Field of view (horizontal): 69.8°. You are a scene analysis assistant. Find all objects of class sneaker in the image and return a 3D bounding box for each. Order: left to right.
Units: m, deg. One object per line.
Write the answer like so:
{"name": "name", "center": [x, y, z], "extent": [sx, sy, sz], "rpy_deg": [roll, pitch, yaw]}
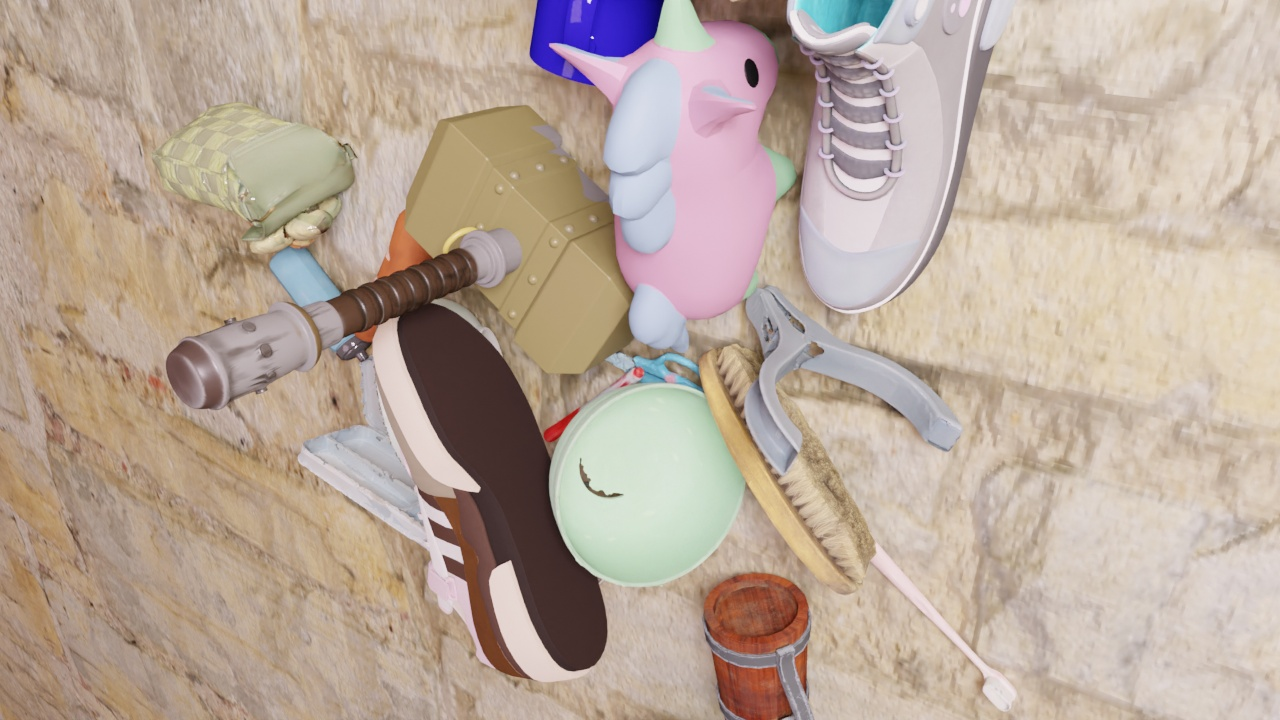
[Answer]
{"name": "sneaker", "center": [-0.133, 0.102, 0.676], "extent": [0.117, 0.111, 0.294], "rpy_deg": [-19, 102, 27]}
{"name": "sneaker", "center": [0.112, -0.126, 0.469], "extent": [0.093, 0.160, 0.257], "rpy_deg": [23, 122, 26]}

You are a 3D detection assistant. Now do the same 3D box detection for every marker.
{"name": "marker", "center": [-0.039, 0.037, 0.749], "extent": [0.013, 0.012, 0.143], "rpy_deg": [55, 136, 1]}

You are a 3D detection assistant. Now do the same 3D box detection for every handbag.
{"name": "handbag", "center": [-0.344, -0.159, 0.827], "extent": [0.186, 0.113, 0.117], "rpy_deg": [22, 137, 30]}

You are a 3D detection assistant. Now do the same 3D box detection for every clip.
{"name": "clip", "center": [0.137, 0.021, 0.577], "extent": [0.164, 0.168, 0.031], "rpy_deg": [17, 128, -11]}

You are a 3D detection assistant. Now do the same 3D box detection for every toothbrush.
{"name": "toothbrush", "center": [0.197, 0.172, 0.649], "extent": [0.181, 0.018, 0.016], "rpy_deg": [48, 129, 8]}

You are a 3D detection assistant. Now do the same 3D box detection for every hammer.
{"name": "hammer", "center": [-0.139, -0.047, 0.578], "extent": [0.190, 0.323, 0.101], "rpy_deg": [45, 129, 10]}

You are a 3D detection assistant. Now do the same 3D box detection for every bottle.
{"name": "bottle", "center": [-0.305, -0.052, 0.886], "extent": [0.130, 0.040, 0.040], "rpy_deg": [52, 131, 3]}

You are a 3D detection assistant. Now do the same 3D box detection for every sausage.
{"name": "sausage", "center": [-0.218, -0.070, 0.815], "extent": [0.044, 0.039, 0.165], "rpy_deg": [51, 131, 12]}

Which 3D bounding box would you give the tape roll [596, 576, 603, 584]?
{"name": "tape roll", "center": [-0.025, 0.152, 0.749], "extent": [0.030, 0.093, 0.094], "rpy_deg": [45, 130, 10]}

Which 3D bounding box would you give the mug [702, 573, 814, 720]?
{"name": "mug", "center": [0.100, 0.242, 0.700], "extent": [0.117, 0.081, 0.111], "rpy_deg": [-135, 33, -59]}

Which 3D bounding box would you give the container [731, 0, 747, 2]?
{"name": "container", "center": [-0.012, -0.287, 0.442], "extent": [0.250, 0.185, 0.158], "rpy_deg": [36, 122, 23]}

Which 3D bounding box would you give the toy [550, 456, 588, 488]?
{"name": "toy", "center": [-0.083, 0.126, 0.820], "extent": [0.049, 0.030, 0.112], "rpy_deg": [57, 138, 19]}

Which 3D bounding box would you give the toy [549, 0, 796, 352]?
{"name": "toy", "center": [0.024, -0.094, 0.536], "extent": [0.120, 0.170, 0.222], "rpy_deg": [25, 114, 24]}

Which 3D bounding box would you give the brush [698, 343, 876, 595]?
{"name": "brush", "center": [0.103, 0.074, 0.638], "extent": [0.043, 0.059, 0.195], "rpy_deg": [-34, 84, 30]}

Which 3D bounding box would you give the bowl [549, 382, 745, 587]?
{"name": "bowl", "center": [-0.004, 0.083, 0.675], "extent": [0.077, 0.150, 0.151], "rpy_deg": [22, 129, 62]}

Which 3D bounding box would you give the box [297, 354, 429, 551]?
{"name": "box", "center": [-0.221, 0.091, 0.854], "extent": [0.211, 0.105, 0.130], "rpy_deg": [20, 119, 27]}

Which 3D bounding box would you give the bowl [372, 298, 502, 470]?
{"name": "bowl", "center": [-0.155, 0.018, 0.756], "extent": [0.073, 0.153, 0.153], "rpy_deg": [-8, 110, 7]}

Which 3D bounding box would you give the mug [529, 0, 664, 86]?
{"name": "mug", "center": [-0.026, -0.216, 0.557], "extent": [0.079, 0.111, 0.084], "rpy_deg": [16, 124, 1]}

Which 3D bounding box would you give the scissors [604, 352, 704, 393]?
{"name": "scissors", "center": [-0.004, 0.004, 0.718], "extent": [0.136, 0.015, 0.055], "rpy_deg": [26, 134, 30]}
